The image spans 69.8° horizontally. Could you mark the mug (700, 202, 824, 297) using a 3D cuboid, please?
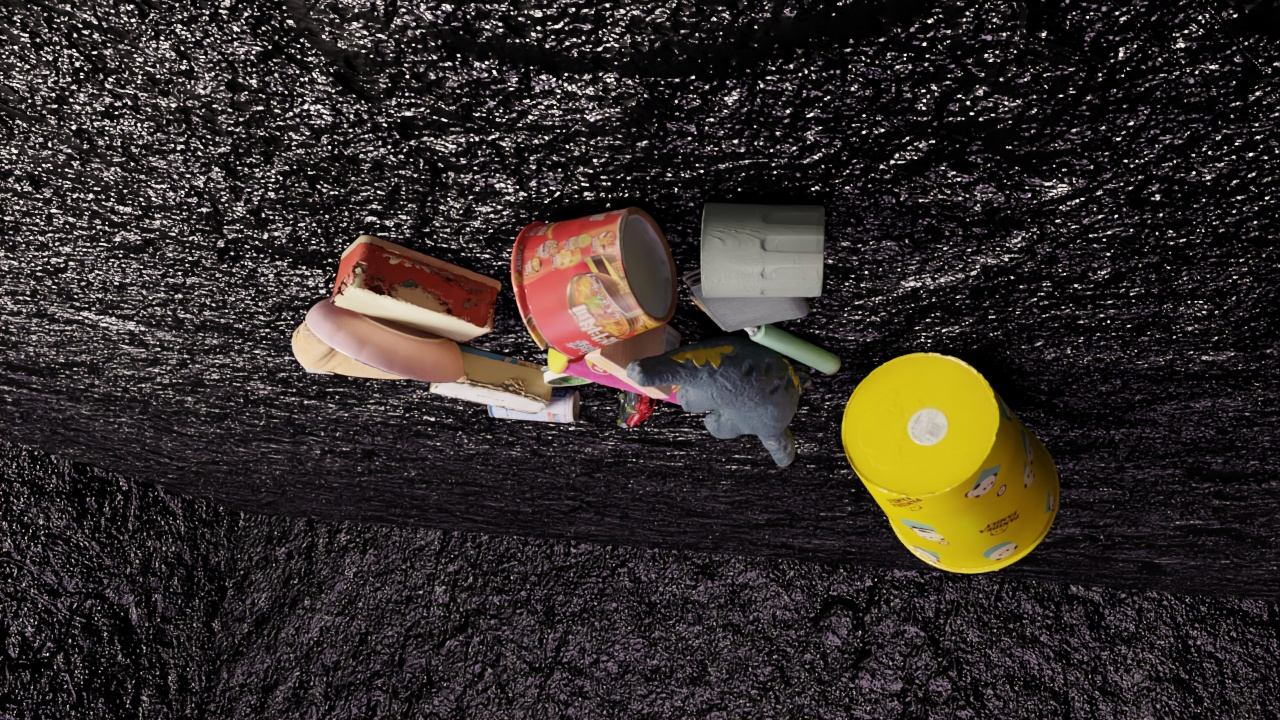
[{"bbox_3d":[0.110,-0.090,0.820,0.103,0.083,0.124,1,162,10],"label":"mug"}]

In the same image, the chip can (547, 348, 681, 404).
[{"bbox_3d":[-0.007,0.007,1.158,0.210,0.071,0.072,16,160,-24],"label":"chip can"}]

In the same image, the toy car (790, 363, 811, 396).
[{"bbox_3d":[0.196,0.032,1.220,0.043,0.034,0.091,12,147,-3],"label":"toy car"}]

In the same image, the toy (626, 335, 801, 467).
[{"bbox_3d":[0.125,0.040,1.130,0.138,0.091,0.356,-46,137,9],"label":"toy"}]

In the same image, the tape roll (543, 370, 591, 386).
[{"bbox_3d":[-0.092,0.021,1.286,0.086,0.014,0.086,-7,169,-2],"label":"tape roll"}]

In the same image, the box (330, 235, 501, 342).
[{"bbox_3d":[-0.248,-0.068,1.017,0.168,0.076,0.092,18,159,-31],"label":"box"}]

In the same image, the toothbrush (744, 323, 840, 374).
[{"bbox_3d":[0.156,-0.026,1.074,0.224,0.026,0.027,21,-160,-36],"label":"toothbrush"}]

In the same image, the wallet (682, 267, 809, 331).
[{"bbox_3d":[0.108,-0.072,0.943,0.107,0.037,0.129,-12,157,19],"label":"wallet"}]

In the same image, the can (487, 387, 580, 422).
[{"bbox_3d":[-0.164,0.066,1.416,0.135,0.053,0.053,4,161,9],"label":"can"}]

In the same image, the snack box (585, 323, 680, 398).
[{"bbox_3d":[-0.007,-0.019,1.065,0.026,0.084,0.157,-1,160,34],"label":"snack box"}]

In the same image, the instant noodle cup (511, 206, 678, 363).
[{"bbox_3d":[-0.037,-0.077,0.849,0.109,0.137,0.138,-14,154,27],"label":"instant noodle cup"}]

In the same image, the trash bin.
[{"bbox_3d":[0.384,0.124,1.159,0.230,0.229,0.255,-5,152,32],"label":"trash bin"}]

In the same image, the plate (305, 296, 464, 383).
[{"bbox_3d":[-0.294,-0.034,1.086,0.192,0.039,0.192,24,-168,-6],"label":"plate"}]

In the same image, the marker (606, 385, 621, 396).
[{"bbox_3d":[-0.038,0.026,1.308,0.022,0.020,0.132,-8,163,-5],"label":"marker"}]

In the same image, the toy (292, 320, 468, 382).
[{"bbox_3d":[-0.342,-0.011,1.215,0.225,0.082,0.143,10,178,-18],"label":"toy"}]

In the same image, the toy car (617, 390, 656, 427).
[{"bbox_3d":[-0.006,0.065,1.358,0.045,0.052,0.121,8,160,-12],"label":"toy car"}]

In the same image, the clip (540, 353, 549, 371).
[{"bbox_3d":[-0.110,0.004,1.271,0.057,0.029,0.025,5,168,-14],"label":"clip"}]

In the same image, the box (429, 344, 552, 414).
[{"bbox_3d":[-0.219,0.027,1.320,0.184,0.059,0.090,17,158,-22],"label":"box"}]
